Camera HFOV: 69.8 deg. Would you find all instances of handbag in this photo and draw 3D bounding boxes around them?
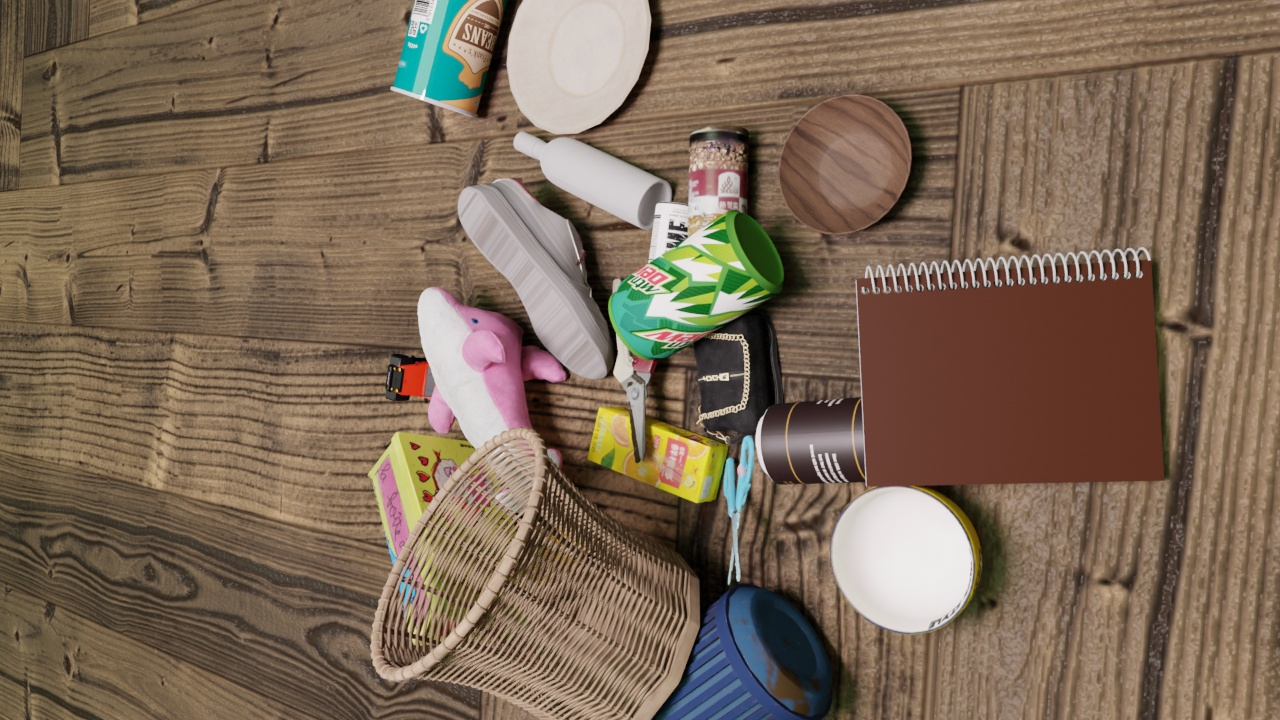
[{"bbox_3d":[0.084,0.015,0.855,0.079,0.054,0.128,-7,88,45],"label":"handbag"}]

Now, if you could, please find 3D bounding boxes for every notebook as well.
[{"bbox_3d":[0.274,0.007,0.693,0.209,0.022,0.171,-3,88,12],"label":"notebook"}]

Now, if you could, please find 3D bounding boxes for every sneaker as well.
[{"bbox_3d":[-0.085,-0.094,0.950,0.236,0.089,0.099,55,146,-4],"label":"sneaker"}]

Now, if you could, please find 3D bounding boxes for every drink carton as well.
[{"bbox_3d":[0.016,0.090,0.899,0.135,0.042,0.058,18,98,33],"label":"drink carton"}]

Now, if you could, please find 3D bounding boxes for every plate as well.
[{"bbox_3d":[-0.062,-0.332,0.966,0.189,0.027,0.188,-1,89,34],"label":"plate"}]

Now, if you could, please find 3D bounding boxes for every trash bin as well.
[{"bbox_3d":[0.045,0.314,0.821,0.250,0.139,0.139,-44,66,24],"label":"trash bin"}]

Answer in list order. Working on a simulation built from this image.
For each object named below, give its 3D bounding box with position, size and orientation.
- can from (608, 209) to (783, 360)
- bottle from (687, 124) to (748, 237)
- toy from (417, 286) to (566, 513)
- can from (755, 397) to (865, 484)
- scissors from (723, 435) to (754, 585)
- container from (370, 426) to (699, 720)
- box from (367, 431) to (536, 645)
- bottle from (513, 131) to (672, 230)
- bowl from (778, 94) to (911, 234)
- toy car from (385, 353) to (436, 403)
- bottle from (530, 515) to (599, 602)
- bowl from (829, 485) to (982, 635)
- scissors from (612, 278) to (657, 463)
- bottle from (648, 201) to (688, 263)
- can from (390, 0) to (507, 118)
[{"bbox_3d":[0.048,-0.064,0.816,0.144,0.083,0.083,-31,73,31],"label":"can"},{"bbox_3d":[0.072,-0.161,0.856,0.056,0.056,0.105,2,90,34],"label":"bottle"},{"bbox_3d":[-0.143,0.030,0.968,0.265,0.127,0.187,62,143,13],"label":"toy"},{"bbox_3d":[0.168,0.068,0.778,0.129,0.071,0.072,-7,85,34],"label":"can"},{"bbox_3d":[0.083,0.133,0.829,0.015,0.118,0.139,11,93,-7],"label":"scissors"},{"bbox_3d":[-0.083,0.203,0.791,0.227,0.196,0.226,-41,26,25],"label":"container"},{"bbox_3d":[-0.198,0.187,0.967,0.080,0.124,0.220,-50,46,24],"label":"box"},{"bbox_3d":[-0.058,-0.195,0.947,0.195,0.052,0.052,31,106,31],"label":"bottle"},{"bbox_3d":[0.181,-0.167,0.796,0.119,0.032,0.119,-1,89,34],"label":"bowl"},{"bbox_3d":[-0.239,0.020,1.038,0.049,0.100,0.051,17,101,39],"label":"toy car"},{"bbox_3d":[-0.089,0.213,0.967,0.043,0.043,0.144,49,114,25],"label":"bottle"},{"bbox_3d":[0.220,0.156,0.744,0.117,0.067,0.117,-1,88,34],"label":"bowl"},{"bbox_3d":[-0.001,0.001,0.900,0.140,0.015,0.188,-47,53,13],"label":"scissors"},{"bbox_3d":[0.028,-0.094,0.894,0.041,0.041,0.116,11,95,34],"label":"bottle"},{"bbox_3d":[-0.212,-0.357,1.025,0.099,0.099,0.144,25,103,32],"label":"can"}]
